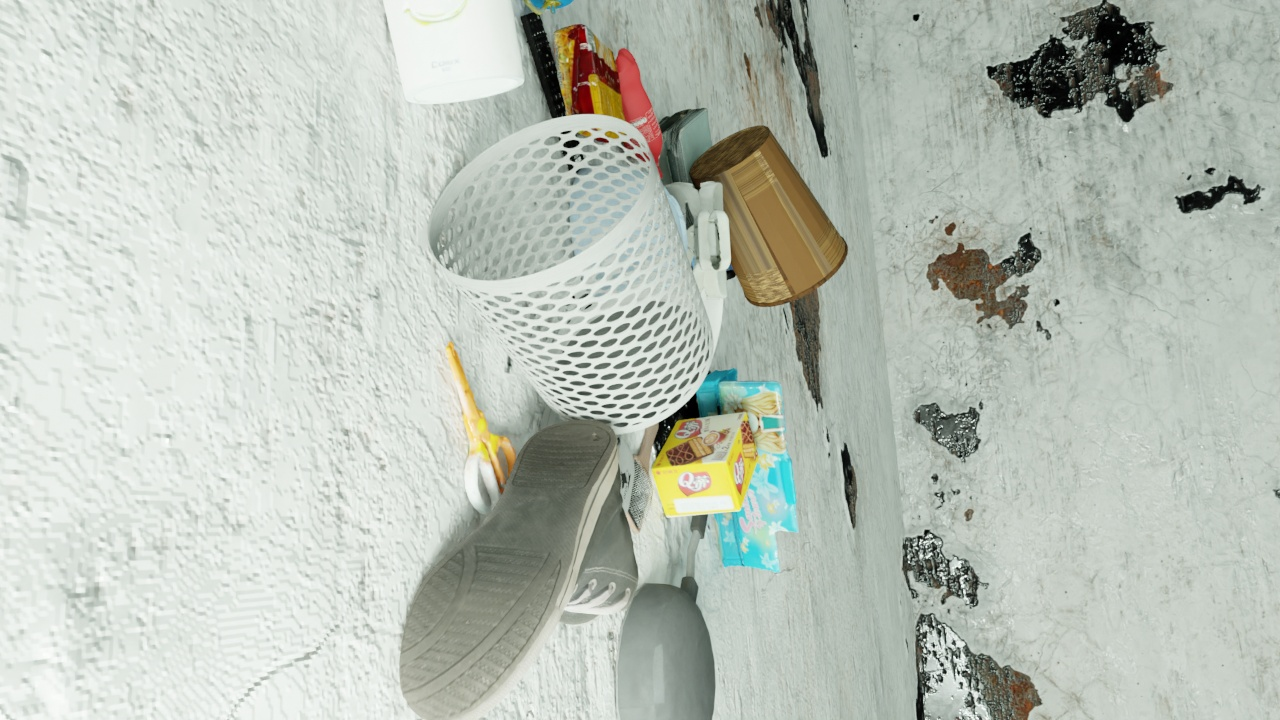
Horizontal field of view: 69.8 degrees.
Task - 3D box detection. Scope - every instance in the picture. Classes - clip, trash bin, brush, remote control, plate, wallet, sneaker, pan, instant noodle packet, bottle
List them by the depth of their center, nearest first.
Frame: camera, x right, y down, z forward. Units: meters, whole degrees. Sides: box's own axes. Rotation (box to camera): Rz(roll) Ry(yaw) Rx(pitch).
[{"bbox_3d":[-0.068,0.156,0.604,0.234,0.095,0.120,-67,151,-52],"label":"sneaker"},{"bbox_3d":[-0.038,-0.053,0.659,0.183,0.157,0.156,62,29,-46],"label":"trash bin"},{"bbox_3d":[-0.040,0.074,0.786,0.151,0.019,0.074,59,31,-44],"label":"remote control"},{"bbox_3d":[-0.076,-0.236,0.813,0.030,0.009,0.140,-58,136,-58],"label":"remote control"},{"bbox_3d":[-0.044,-0.249,0.842,0.135,0.040,0.098,-45,121,-76],"label":"instant noodle packet"},{"bbox_3d":[0.006,0.102,0.896,0.135,0.015,0.050,-74,149,-45],"label":"brush"},{"bbox_3d":[0.049,0.237,0.921,0.356,0.041,0.179,-74,148,-45],"label":"pan"},{"bbox_3d":[0.069,-0.124,0.947,0.104,0.152,0.126,-8,98,-29],"label":"clip"},{"bbox_3d":[-0.005,-0.250,0.949,0.041,0.042,0.142,-72,147,-47],"label":"bottle"},{"bbox_3d":[0.069,-0.031,1.059,0.134,0.011,0.134,14,89,-72],"label":"plate"},{"bbox_3d":[0.056,-0.222,1.080,0.100,0.054,0.132,-49,129,-48],"label":"wallet"}]

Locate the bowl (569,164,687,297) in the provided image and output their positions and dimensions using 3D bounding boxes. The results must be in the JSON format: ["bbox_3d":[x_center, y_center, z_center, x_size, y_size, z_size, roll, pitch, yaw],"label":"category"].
[{"bbox_3d":[-0.001,-0.119,0.873,0.150,0.075,0.150,-8,90,-68],"label":"bowl"}]

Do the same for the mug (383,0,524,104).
[{"bbox_3d":[-0.124,-0.229,0.596,0.082,0.083,0.106,-29,111,-67],"label":"mug"}]

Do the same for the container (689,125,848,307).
[{"bbox_3d":[0.139,-0.167,1.042,0.167,0.132,0.131,55,32,-26],"label":"container"}]

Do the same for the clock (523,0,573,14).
[{"bbox_3d":[-0.084,-0.369,0.774,0.117,0.060,0.161,50,40,-55],"label":"clock"}]

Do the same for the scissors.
[{"bbox_3d":[-0.114,0.046,0.626,0.065,0.013,0.128,-59,137,-58],"label":"scissors"}]

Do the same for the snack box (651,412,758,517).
[{"bbox_3d":[0.070,0.107,0.961,0.105,0.084,0.061,-56,132,-58],"label":"snack box"}]

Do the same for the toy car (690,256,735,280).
[{"bbox_3d":[0.101,-0.131,1.141,0.153,0.055,0.056,-36,110,-57],"label":"toy car"}]

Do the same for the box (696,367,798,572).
[{"bbox_3d":[0.117,0.130,1.071,0.171,0.084,0.227,-158,-122,-77],"label":"box"}]
